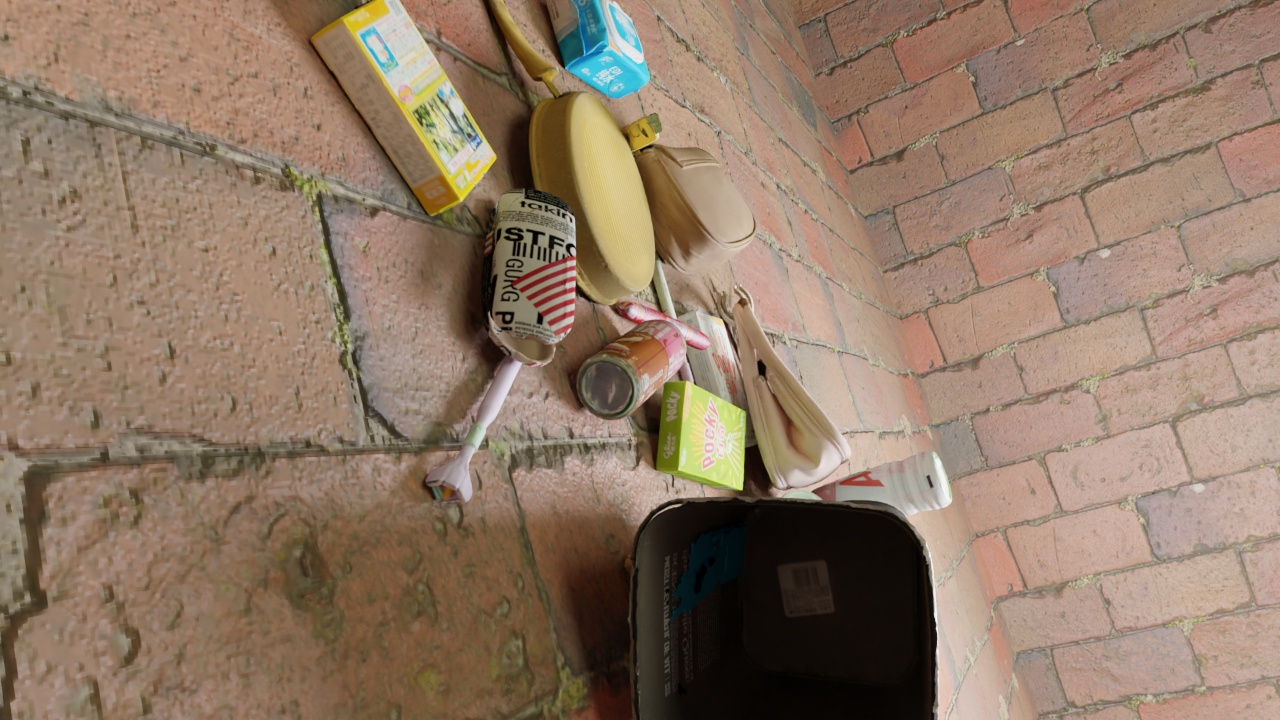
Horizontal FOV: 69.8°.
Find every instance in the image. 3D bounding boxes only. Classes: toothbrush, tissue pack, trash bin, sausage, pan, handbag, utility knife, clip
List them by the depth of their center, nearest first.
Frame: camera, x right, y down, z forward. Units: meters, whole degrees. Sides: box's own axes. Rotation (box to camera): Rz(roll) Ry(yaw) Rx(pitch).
[{"bbox_3d":[-0.101,0.029,0.622,0.029,0.021,0.188,29,32,-8],"label":"toothbrush"},{"bbox_3d":[0.118,0.190,0.678,0.219,0.199,0.199,5,84,-71],"label":"trash bin"},{"bbox_3d":[-0.077,-0.224,0.857,0.197,0.078,0.357,-21,96,-71],"label":"pan"},{"bbox_3d":[-0.008,-0.226,0.920,0.031,0.019,0.177,53,-18,-15],"label":"utility knife"},{"bbox_3d":[0.026,-0.036,0.931,0.155,0.020,0.020,21,52,-48],"label":"sausage"},{"bbox_3d":[0.038,-0.030,0.983,0.029,0.020,0.189,-11,75,-24],"label":"toothbrush"},{"bbox_3d":[-0.044,-0.354,1.015,0.140,0.063,0.090,7,65,-65],"label":"tissue pack"},{"bbox_3d":[0.052,-0.171,1.040,0.148,0.100,0.204,59,23,1],"label":"handbag"},{"bbox_3d":[0.159,0.035,1.084,0.193,0.093,0.234,43,23,-74],"label":"handbag"},{"bbox_3d":[0.140,-0.052,1.175,0.103,0.077,0.034,59,22,4],"label":"clip"}]

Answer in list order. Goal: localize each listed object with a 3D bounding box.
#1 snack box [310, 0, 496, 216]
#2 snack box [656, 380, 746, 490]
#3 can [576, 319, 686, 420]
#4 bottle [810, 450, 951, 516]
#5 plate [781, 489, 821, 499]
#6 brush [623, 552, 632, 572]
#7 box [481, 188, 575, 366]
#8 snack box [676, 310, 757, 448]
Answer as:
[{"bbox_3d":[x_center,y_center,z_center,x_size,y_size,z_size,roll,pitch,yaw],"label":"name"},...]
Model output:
[{"bbox_3d":[-0.162,-0.182,0.648,0.140,0.034,0.086,56,26,-24],"label":"snack box"},{"bbox_3d":[0.064,0.078,0.910,0.156,0.026,0.085,28,64,-58],"label":"snack box"},{"bbox_3d":[-0.005,0.005,0.806,0.058,0.058,0.147,66,23,-7],"label":"can"},{"bbox_3d":[0.261,0.164,1.084,0.068,0.197,0.068,48,31,-42],"label":"bottle"},{"bbox_3d":[0.181,0.256,0.992,0.230,0.028,0.229,23,60,-47],"label":"plate"},{"bbox_3d":[0.048,0.176,0.815,0.083,0.046,0.254,68,19,5],"label":"brush"},{"bbox_3d":[-0.091,-0.062,0.694,0.075,0.076,0.163,13,47,-20],"label":"box"},{"bbox_3d":[0.089,0.024,1.041,0.084,0.027,0.156,9,64,-64],"label":"snack box"}]
